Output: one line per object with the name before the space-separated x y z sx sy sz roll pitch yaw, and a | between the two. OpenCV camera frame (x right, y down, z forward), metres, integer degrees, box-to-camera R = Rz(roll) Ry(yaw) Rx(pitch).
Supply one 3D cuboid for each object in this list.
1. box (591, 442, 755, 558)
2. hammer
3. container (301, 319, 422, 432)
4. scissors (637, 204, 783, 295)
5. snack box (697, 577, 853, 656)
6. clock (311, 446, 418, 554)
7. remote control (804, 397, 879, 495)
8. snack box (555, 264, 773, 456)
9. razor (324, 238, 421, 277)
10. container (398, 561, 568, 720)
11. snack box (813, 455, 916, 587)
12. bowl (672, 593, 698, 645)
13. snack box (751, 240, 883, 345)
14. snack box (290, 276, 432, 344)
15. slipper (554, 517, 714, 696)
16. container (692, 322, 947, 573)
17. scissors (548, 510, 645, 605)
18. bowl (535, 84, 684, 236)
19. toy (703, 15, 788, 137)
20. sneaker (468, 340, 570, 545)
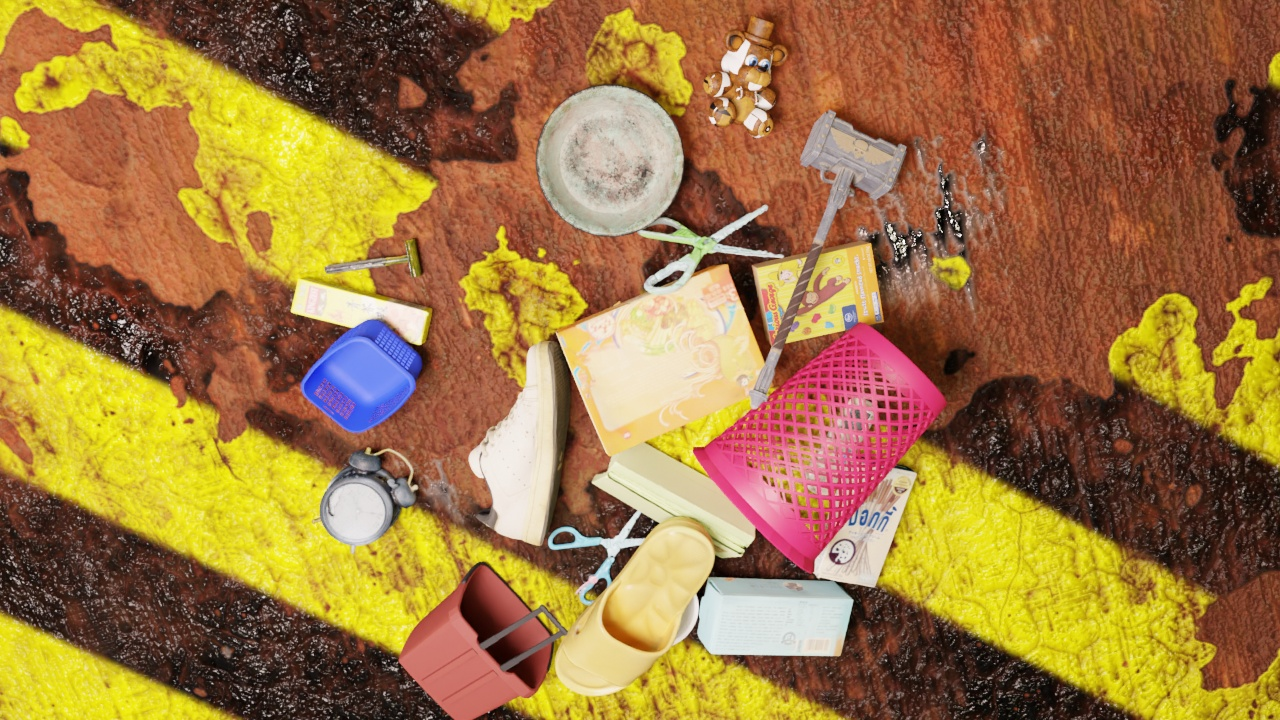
box | 0.043 0.161 1.053 0.188 0.077 0.089 32 100 -8
hammer | 0.177 -0.098 0.962 0.098 0.044 0.321 24 80 -6
container | -0.302 0.014 1.006 0.114 0.058 0.096 -35 113 24
scissors | 0.068 -0.118 0.976 0.171 0.168 0.023 13 139 27
snack box | 0.158 0.300 1.076 0.174 0.053 0.075 6 103 -18
clock | -0.313 0.156 1.057 0.090 0.052 0.129 40 94 -8
remote control | 0.232 0.100 1.071 0.038 0.018 0.126 27 99 -7
snack box | 0.024 -0.004 1.001 0.195 0.080 0.145 -23 97 -4
razor | -0.298 -0.107 1.017 0.106 0.026 0.042 -7 104 5
container | -0.160 0.311 1.052 0.201 0.126 0.148 -37 101 16
snack box | 0.261 0.189 1.077 0.082 0.026 0.150 14 101 -17
bowl | 0.013 0.285 1.093 0.110 0.040 0.110 0 104 1
snack box | 0.197 -0.075 1.022 0.126 0.040 0.088 -12 102 2
snack box | -0.309 -0.056 1.023 0.148 0.029 0.040 15 101 -4
slipper | -0.005 0.294 1.032 0.099 0.078 0.264 30 107 -9
container | 0.200 0.082 0.985 0.183 0.183 0.226 44 95 -9
scissors | -0.053 0.223 1.097 0.125 0.015 0.136 33 93 -9
bowl | -0.032 -0.214 0.989 0.157 0.038 0.157 0 102 -1
toy | 0.112 -0.300 0.962 0.087 0.067 0.113 7 116 -27
sneaker | -0.139 0.090 1.034 0.102 0.088 0.242 9 106 5
